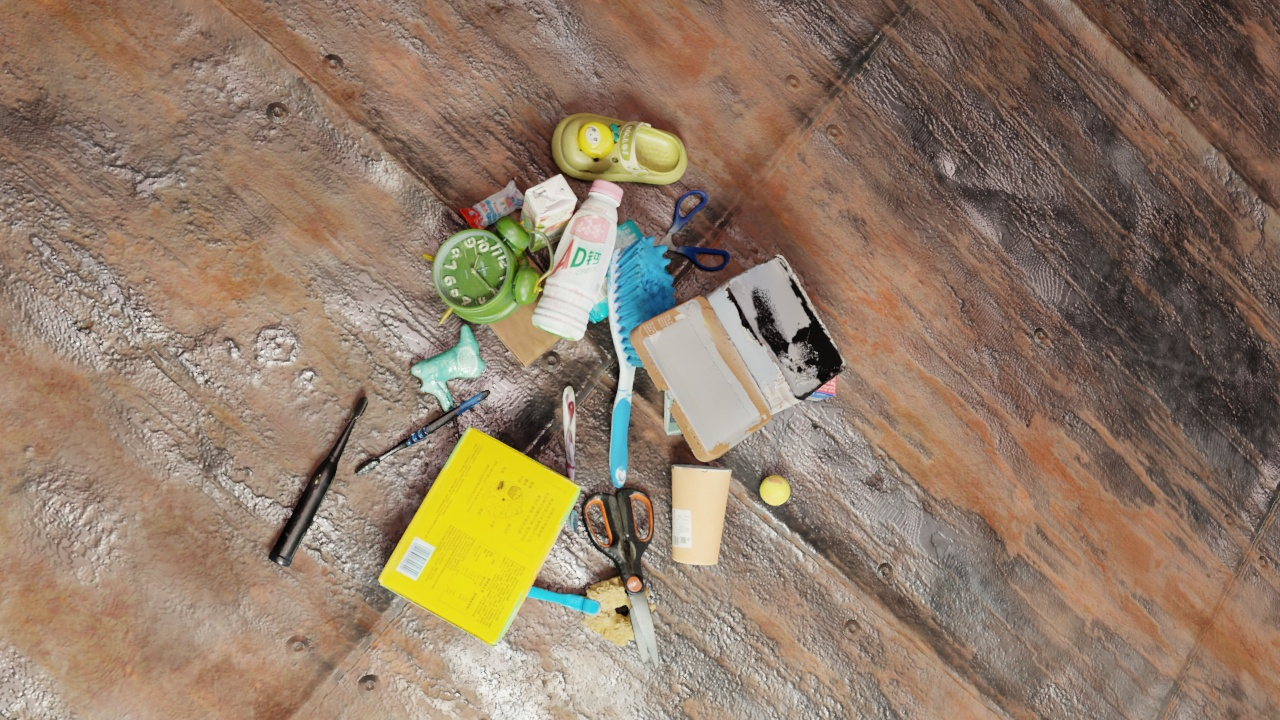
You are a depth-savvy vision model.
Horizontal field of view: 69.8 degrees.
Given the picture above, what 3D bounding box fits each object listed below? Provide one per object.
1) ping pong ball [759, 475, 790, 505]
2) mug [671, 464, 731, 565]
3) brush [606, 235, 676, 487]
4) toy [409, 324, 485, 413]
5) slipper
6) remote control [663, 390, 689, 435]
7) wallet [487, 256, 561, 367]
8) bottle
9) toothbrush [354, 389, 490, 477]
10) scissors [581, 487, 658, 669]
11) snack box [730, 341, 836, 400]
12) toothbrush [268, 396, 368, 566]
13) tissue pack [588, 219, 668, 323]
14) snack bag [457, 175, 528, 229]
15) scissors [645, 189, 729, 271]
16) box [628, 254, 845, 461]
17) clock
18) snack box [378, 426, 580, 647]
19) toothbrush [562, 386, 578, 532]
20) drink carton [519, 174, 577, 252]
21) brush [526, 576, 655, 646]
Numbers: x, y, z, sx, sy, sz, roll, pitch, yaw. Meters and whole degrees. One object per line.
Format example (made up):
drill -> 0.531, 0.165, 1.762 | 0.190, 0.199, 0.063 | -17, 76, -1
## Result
ping pong ball -> 0.181, 0.175, 1.237 | 0.040, 0.040, 0.040 | 2, 82, -17
mug -> 0.074, 0.198, 1.186 | 0.078, 0.078, 0.122 | 6, 86, -17
brush -> -0.007, 0.007, 1.149 | 0.060, 0.110, 0.314 | -6, 92, -43
toy -> -0.236, 0.014, 1.136 | 0.091, 0.030, 0.096 | -22, 98, -14
slipper -> -0.020, -0.286, 1.213 | 0.190, 0.082, 0.091 | 4, 79, -19
remote control -> 0.059, 0.037, 1.184 | 0.056, 0.019, 0.135 | -10, 127, -15
wallet -> -0.148, -0.064, 1.178 | 0.101, 0.020, 0.115 | -42, 94, -19
bottle -> -0.071, -0.125, 1.130 | 0.068, 0.068, 0.196 | 22, 83, -14
toothbrush -> -0.263, 0.088, 1.117 | 0.189, 0.016, 0.014 | -32, 103, -13
scissors -> 0.003, 0.262, 1.139 | 0.148, 0.022, 0.234 | -26, 70, -28
snack box -> 0.164, 0.010, 1.244 | 0.207, 0.057, 0.058 | 11, 77, -15
toothbrush -> -0.373, 0.139, 1.079 | 0.026, 0.027, 0.212 | 24, 75, 2
tissue pack -> -0.037, -0.118, 1.198 | 0.133, 0.050, 0.093 | -34, 93, -14
snack bag -> -0.185, -0.197, 1.178 | 0.105, 0.026, 0.045 | -35, 91, -20
scissors -> 0.048, -0.163, 1.253 | 0.174, 0.012, 0.162 | 24, 80, -12
box -> 0.119, -0.006, 1.115 | 0.258, 0.082, 0.177 | -28, 88, -42
clock -> -0.181, -0.111, 1.118 | 0.161, 0.056, 0.116 | -18, 80, 10
snack box -> -0.186, 0.207, 1.089 | 0.157, 0.070, 0.209 | 28, 75, 1
toothbrush -> -0.089, 0.126, 1.172 | 0.016, 0.017, 0.187 | 0, 84, -18
drink carton -> -0.119, -0.183, 1.146 | 0.053, 0.123, 0.045 | -29, 84, -17
brush -> -0.105, 0.292, 1.135 | 0.254, 0.046, 0.083 | 16, 80, -10
